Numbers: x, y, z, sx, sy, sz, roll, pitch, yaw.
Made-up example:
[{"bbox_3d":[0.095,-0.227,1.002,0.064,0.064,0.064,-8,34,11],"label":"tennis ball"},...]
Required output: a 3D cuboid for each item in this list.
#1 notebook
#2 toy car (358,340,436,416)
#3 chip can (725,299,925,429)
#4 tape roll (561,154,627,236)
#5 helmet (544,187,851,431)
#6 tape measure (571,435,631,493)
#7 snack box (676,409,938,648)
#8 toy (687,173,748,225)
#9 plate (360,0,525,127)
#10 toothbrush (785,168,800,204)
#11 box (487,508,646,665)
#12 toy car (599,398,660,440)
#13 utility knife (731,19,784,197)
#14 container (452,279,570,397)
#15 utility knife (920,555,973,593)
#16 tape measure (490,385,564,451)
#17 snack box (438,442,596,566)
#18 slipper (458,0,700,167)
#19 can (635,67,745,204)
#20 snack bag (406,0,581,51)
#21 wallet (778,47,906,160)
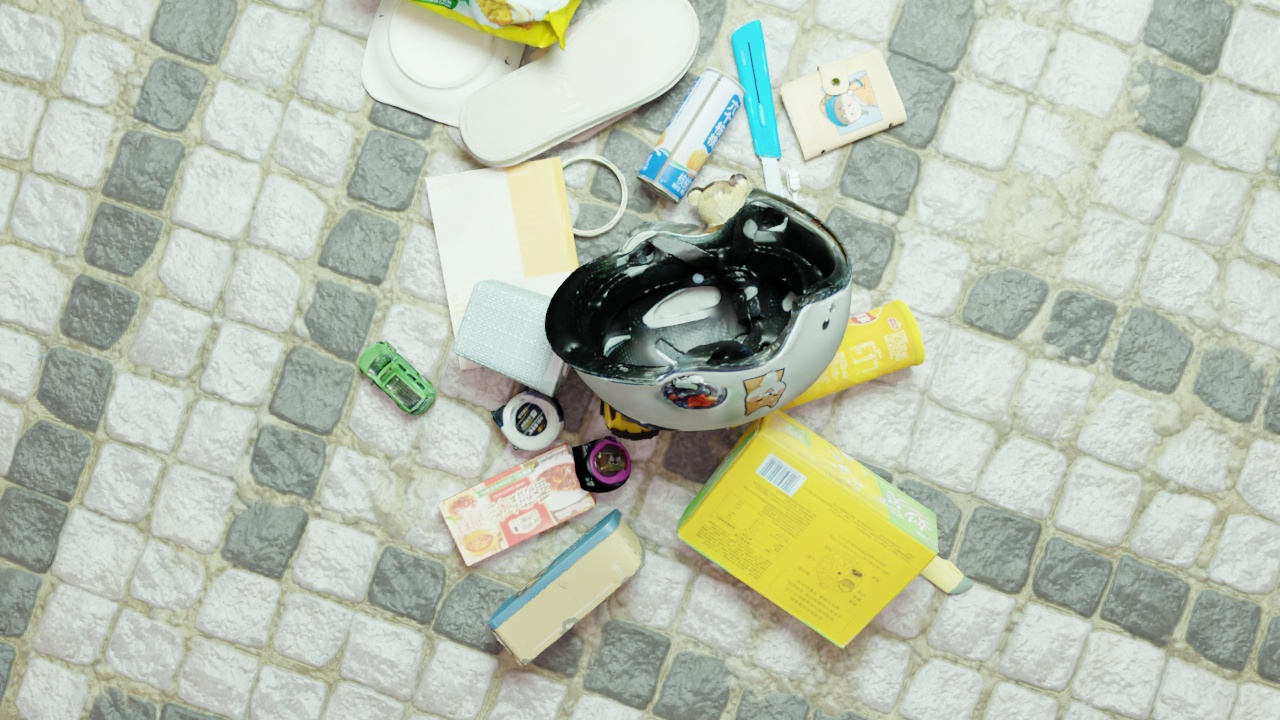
[{"bbox_3d":[-0.138,-0.101,0.969,0.146,0.010,0.206,-8,97,2],"label":"notebook"},{"bbox_3d":[-0.260,0.019,0.974,0.091,0.036,0.043,42,93,4],"label":"toy car"},{"bbox_3d":[0.178,0.006,0.942,0.213,0.072,0.072,-20,91,2],"label":"chip can"},{"bbox_3d":[-0.056,-0.175,0.972,0.086,0.014,0.086,0,92,1],"label":"tape roll"},{"bbox_3d":[0.065,-0.024,0.851,0.274,0.229,0.157,-22,130,3],"label":"helmet"},{"bbox_3d":[-0.039,0.109,0.956,0.057,0.039,0.057,-4,78,-35],"label":"tape measure"},{"bbox_3d":[0.165,0.167,0.920,0.210,0.069,0.158,34,118,0],"label":"snack box"},{"bbox_3d":[0.099,-0.111,0.951,0.105,0.066,0.157,-14,99,13],"label":"toy"},{"bbox_3d":[-0.206,-0.337,0.963,0.163,0.034,0.164,17,92,0],"label":"plate"},{"bbox_3d":[0.171,-0.112,0.966,0.016,0.016,0.180,-7,91,4],"label":"toothbrush"},{"bbox_3d":[-0.068,0.228,0.947,0.184,0.090,0.062,-42,89,0],"label":"box"},{"bbox_3d":[-0.006,0.006,0.963,0.071,0.041,0.156,2,90,1],"label":"toy car"},{"bbox_3d":[0.130,-0.246,0.964,0.034,0.018,0.218,-11,93,1],"label":"utility knife"},{"bbox_3d":[-0.120,-0.028,0.930,0.111,0.090,0.090,21,97,2],"label":"container"},{"bbox_3d":[0.262,0.179,0.970,0.216,0.022,0.031,38,91,-6],"label":"utility knife"},{"bbox_3d":[-0.115,0.063,0.971,0.066,0.033,0.066,-36,88,4],"label":"tape measure"},{"bbox_3d":[-0.130,0.153,0.977,0.153,0.025,0.075,-25,90,2],"label":"snack box"},{"bbox_3d":[-0.062,-0.287,0.950,0.274,0.054,0.114,-32,90,-1],"label":"slipper"},{"bbox_3d":[0.053,-0.232,0.948,0.053,0.053,0.134,32,92,0],"label":"can"},{"bbox_3d":[-0.160,-0.395,0.913,0.246,0.068,0.157,23,51,2],"label":"snack bag"},{"bbox_3d":[0.210,-0.270,0.959,0.115,0.024,0.087,-21,96,3],"label":"wallet"}]
